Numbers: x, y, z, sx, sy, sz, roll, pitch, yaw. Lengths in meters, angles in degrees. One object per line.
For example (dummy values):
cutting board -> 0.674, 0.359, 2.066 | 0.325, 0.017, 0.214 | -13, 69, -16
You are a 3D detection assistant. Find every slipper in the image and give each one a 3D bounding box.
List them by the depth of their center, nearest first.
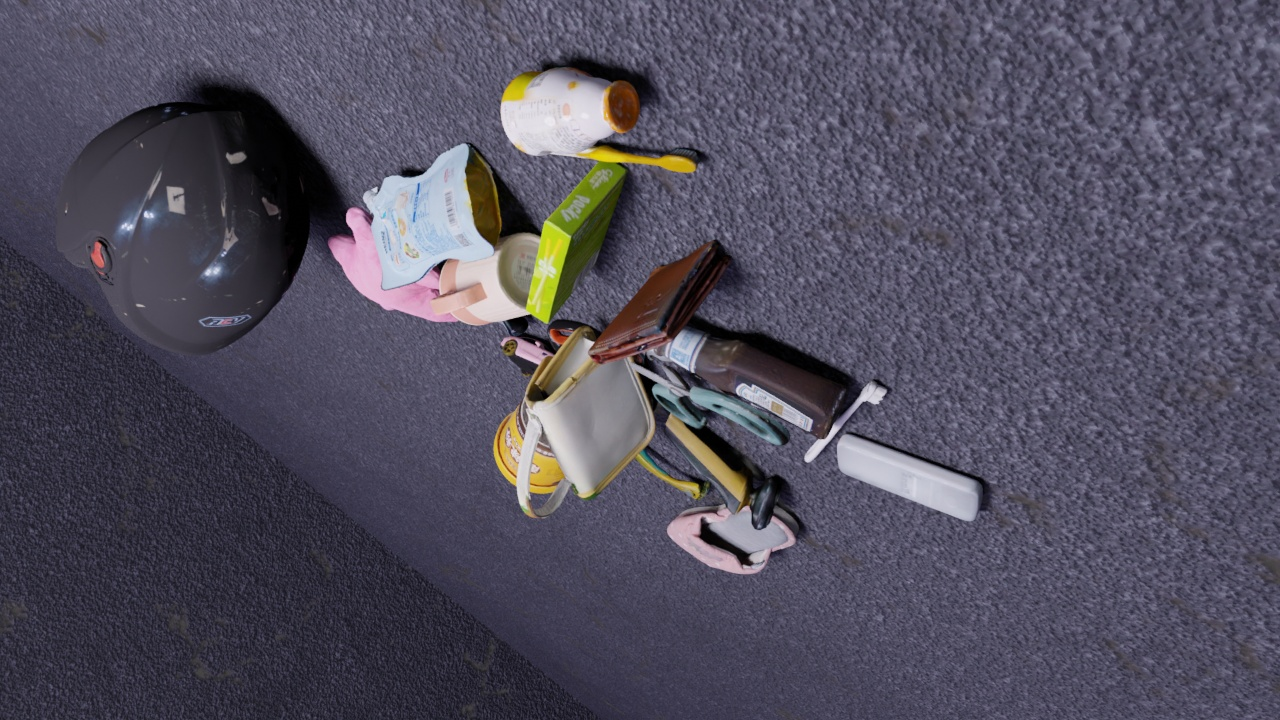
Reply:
slipper -> 0.109, 0.230, 1.173 | 0.114, 0.054, 0.275 | 38, 153, -8

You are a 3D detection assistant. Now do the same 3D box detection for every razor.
razor -> 0.091, 0.115, 1.022 | 0.167, 0.062, 0.068 | 44, 122, -6
razor -> 0.025, 0.130, 1.142 | 0.132, 0.028, 0.043 | 35, 157, 3

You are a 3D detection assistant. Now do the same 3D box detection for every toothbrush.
toothbrush -> -0.031, -0.168, 0.731 | 0.192, 0.018, 0.016 | 17, 146, 36
toothbrush -> 0.187, 0.062, 0.856 | 0.016, 0.016, 0.180 | 27, 152, 3
toothbrush -> -0.180, -0.110, 0.981 | 0.027, 0.026, 0.213 | -2, 134, 33

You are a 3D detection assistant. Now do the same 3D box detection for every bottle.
bottle -> -0.051, -0.183, 0.673 | 0.108, 0.063, 0.063 | 10, 144, 41
bottle -> 0.089, 0.008, 0.836 | 0.195, 0.044, 0.080 | 25, 162, 15

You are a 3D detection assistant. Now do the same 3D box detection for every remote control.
remote control -> 0.248, 0.108, 0.853 | 0.136, 0.020, 0.056 | 20, 149, 28

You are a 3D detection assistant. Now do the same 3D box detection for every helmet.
helmet -> -0.484, -0.151, 1.013 | 0.231, 0.232, 0.274 | -14, 87, 38

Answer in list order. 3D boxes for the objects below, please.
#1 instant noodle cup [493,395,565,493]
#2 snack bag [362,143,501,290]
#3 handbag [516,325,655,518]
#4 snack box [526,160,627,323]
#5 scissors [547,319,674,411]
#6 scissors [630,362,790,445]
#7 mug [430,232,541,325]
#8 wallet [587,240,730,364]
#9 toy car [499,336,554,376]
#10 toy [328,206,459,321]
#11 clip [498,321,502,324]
instant noodle cup -> -0.115, 0.091, 1.145 | 0.118, 0.118, 0.115 | 35, 146, 1
snack bag -> -0.211, -0.138, 0.902 | 0.191, 0.038, 0.110 | -9, 102, 43
handbag -> -0.073, 0.072, 0.944 | 0.063, 0.178, 0.163 | 23, 148, 36
snack box -> -0.058, -0.100, 0.792 | 0.026, 0.085, 0.157 | 34, 154, 3
scissors -> -0.019, -0.003, 0.976 | 0.228, 0.021, 0.221 | 23, 151, 24
scissors -> 0.068, 0.049, 0.912 | 0.171, 0.019, 0.170 | 25, 168, 12
mug -> -0.150, -0.075, 0.910 | 0.106, 0.114, 0.082 | -6, 108, 50
wallet -> 0.014, -0.045, 0.783 | 0.032, 0.101, 0.125 | 44, 152, -15
toy car -> -0.113, 0.002, 1.069 | 0.122, 0.037, 0.056 | 23, 161, 36
toy -> -0.282, -0.097, 1.068 | 0.178, 0.074, 0.195 | 40, 156, -16
clip -> -0.174, -0.056, 1.069 | 0.058, 0.036, 0.026 | 19, 152, 29
